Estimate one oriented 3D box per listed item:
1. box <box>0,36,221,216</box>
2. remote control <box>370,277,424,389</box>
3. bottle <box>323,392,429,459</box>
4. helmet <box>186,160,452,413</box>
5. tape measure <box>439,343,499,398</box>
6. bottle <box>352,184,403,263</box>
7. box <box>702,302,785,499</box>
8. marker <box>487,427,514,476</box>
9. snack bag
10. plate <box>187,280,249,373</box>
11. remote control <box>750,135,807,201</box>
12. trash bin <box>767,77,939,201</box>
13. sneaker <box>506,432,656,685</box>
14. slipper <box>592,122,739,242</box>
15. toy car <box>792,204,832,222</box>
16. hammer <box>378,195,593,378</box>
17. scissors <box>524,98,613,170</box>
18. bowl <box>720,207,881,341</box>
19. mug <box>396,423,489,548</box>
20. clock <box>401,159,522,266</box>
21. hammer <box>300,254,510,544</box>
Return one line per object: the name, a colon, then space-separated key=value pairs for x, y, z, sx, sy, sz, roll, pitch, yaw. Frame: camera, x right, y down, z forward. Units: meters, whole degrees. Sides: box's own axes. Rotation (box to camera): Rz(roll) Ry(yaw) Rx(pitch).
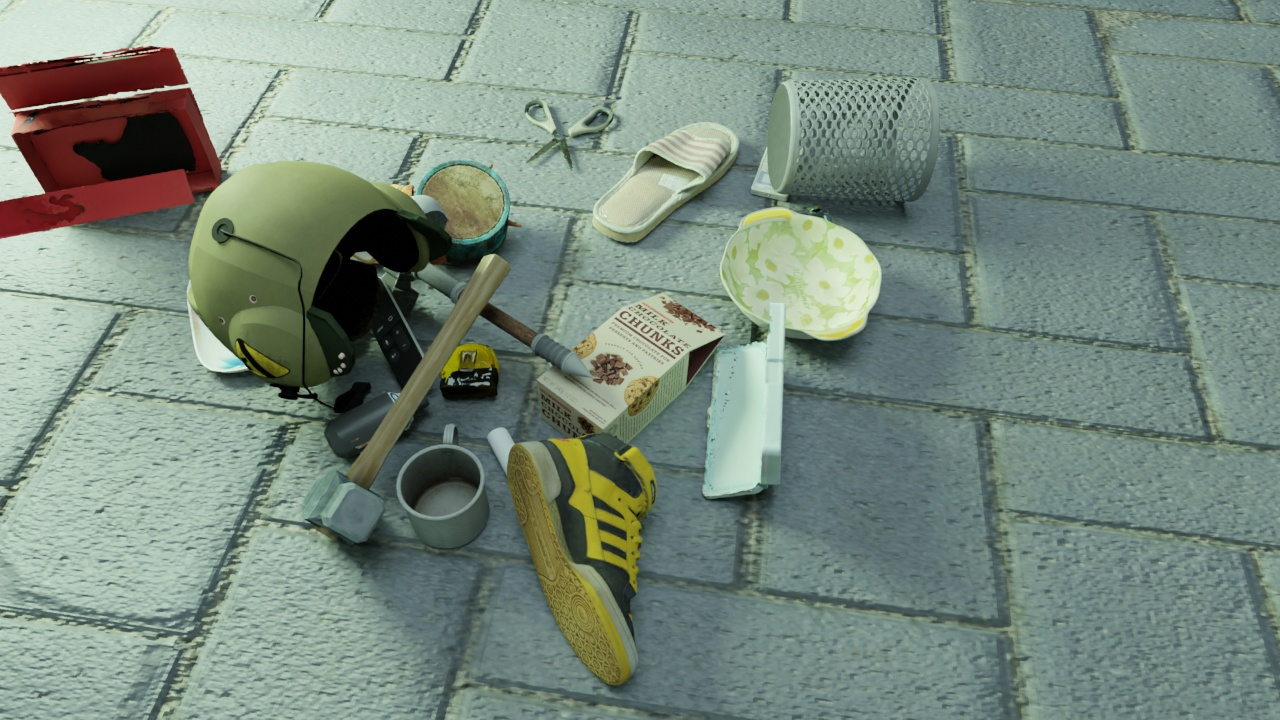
box: x=-0.656 y=-0.324 z=1.074 sx=0.211 sy=0.379 sz=0.123 roll=-12 pitch=69 yaw=-12
remote control: x=-0.278 y=-0.026 z=1.036 sx=0.045 sy=0.008 sz=0.146 roll=-40 pitch=70 yaw=23
bottle: x=-0.279 y=0.064 z=0.978 sx=0.112 sy=0.047 sz=0.047 roll=-28 pitch=58 yaw=-21
helmet: x=-0.337 y=-0.080 z=0.943 sx=0.233 sy=0.256 sz=0.249 roll=21 pitch=53 yaw=11
tape measure: x=-0.191 y=0.010 z=1.027 sx=0.065 sy=0.037 sz=0.064 roll=0 pitch=52 yaw=-1
bottle: x=-0.325 y=-0.173 z=1.153 sx=0.063 sy=0.063 sz=0.108 roll=14 pitch=52 yaw=10
box: x=0.114 y=0.042 z=0.966 sx=0.122 sy=0.078 sz=0.197 roll=-23 pitch=42 yaw=33
marker: x=-0.123 y=0.126 z=0.946 sx=0.027 sy=0.023 sz=0.133 roll=-32 pitch=58 yaw=-5
snack bag: x=-0.006 y=0.006 z=1.013 sx=0.094 sy=0.070 sz=0.205 roll=35 pitch=59 yaw=23
plate: x=-0.437 y=-0.066 z=1.096 sx=0.186 sy=0.016 sz=0.186 roll=-18 pitch=54 yaw=-14
remote control: x=0.193 y=-0.272 z=1.270 sx=0.050 sy=0.011 sz=0.135 roll=15 pitch=53 yaw=11
trash bin: x=0.267 y=-0.286 z=1.185 sx=0.183 sy=0.157 sz=0.156 roll=0 pitch=52 yaw=-4
sneaker: x=-0.031 y=0.176 z=0.872 sx=0.121 sy=0.086 sz=0.238 roll=-13 pitch=70 yaw=-35
slipper: x=0.039 y=-0.250 z=1.226 sx=0.115 sy=0.052 sz=0.262 roll=32 pitch=58 yaw=23
toy car: x=0.200 y=-0.172 z=1.176 sx=0.091 sy=0.036 sz=0.042 roll=-4 pitch=53 yaw=-5
hammer: x=-0.172 y=-0.057 z=1.004 sx=0.322 sy=0.156 sz=0.043 roll=31 pitch=14 yaw=28
scissors: x=-0.108 y=-0.328 z=1.309 sx=0.157 sy=0.013 sz=0.170 roll=-22 pitch=56 yaw=-16
bowl: x=0.187 y=-0.090 z=1.097 sx=0.188 sy=0.060 sz=0.219 roll=-16 pitch=55 yaw=-14
mug: x=-0.192 y=0.124 z=0.916 sx=0.084 sy=0.071 sz=0.113 roll=2 pitch=52 yaw=1
clock: x=-0.238 y=-0.175 z=1.136 sx=0.157 sy=0.073 sz=0.121 roll=-23 pitch=78 yaw=-17
hammer: x=-0.224 y=0.030 z=0.914 sx=0.051 sy=0.117 sz=0.322 roll=37 pitch=71 yaw=-25
